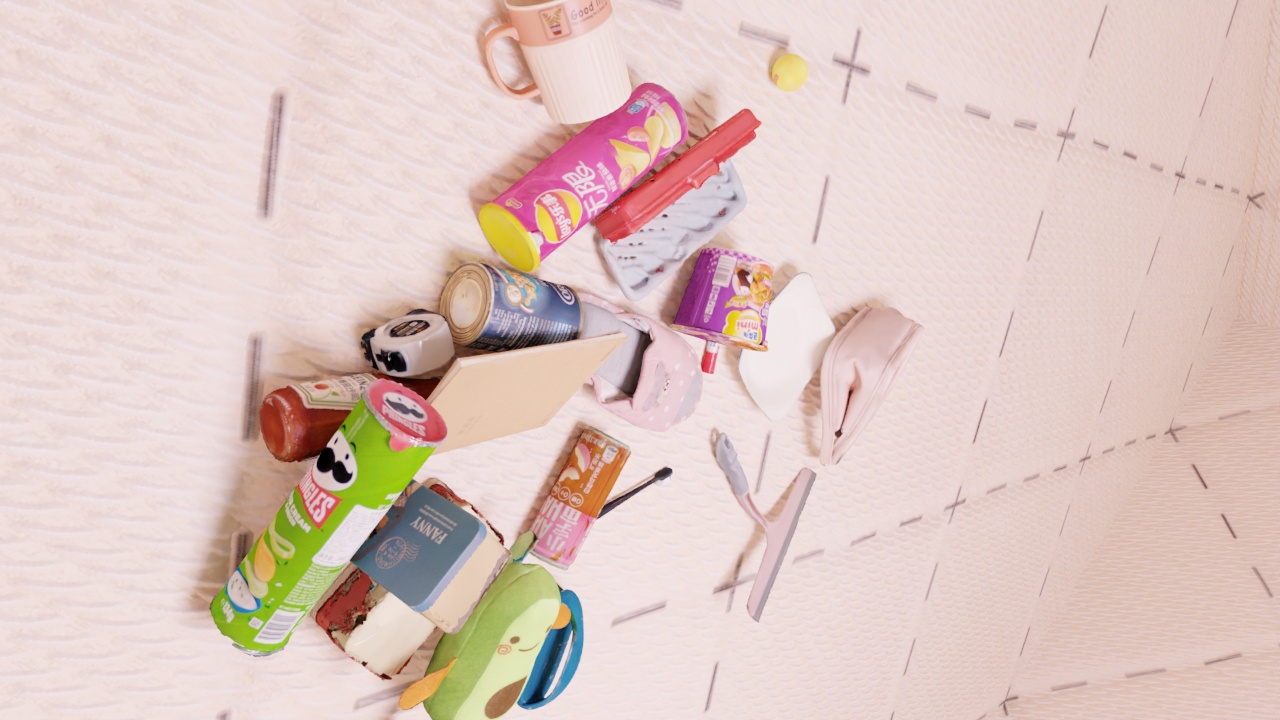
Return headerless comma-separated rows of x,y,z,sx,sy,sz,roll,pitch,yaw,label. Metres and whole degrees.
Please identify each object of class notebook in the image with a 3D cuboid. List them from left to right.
-0.119,0.033,0.825,0.211,0.012,0.150,-12,151,-52,notebook

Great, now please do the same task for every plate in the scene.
0.179,-0.019,1.175,0.163,0.034,0.164,-52,137,-15,plate

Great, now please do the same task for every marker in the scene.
0.096,-0.055,1.086,0.017,0.017,0.145,0,108,-46,marker

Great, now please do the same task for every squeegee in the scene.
0.143,0.176,1.226,0.247,0.040,0.250,-60,135,-31,squeegee

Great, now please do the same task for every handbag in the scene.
0.308,0.053,1.297,0.192,0.093,0.235,-39,146,-48,handbag

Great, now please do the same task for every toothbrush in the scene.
-0.028,0.166,1.061,0.180,0.016,0.018,-24,133,-38,toothbrush

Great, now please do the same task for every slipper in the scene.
-0.006,0.006,0.979,0.274,0.054,0.114,32,84,-48,slipper

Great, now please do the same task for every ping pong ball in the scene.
0.166,-0.319,1.017,0.040,0.040,0.040,-22,122,-39,ping pong ball

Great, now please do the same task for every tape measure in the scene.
-0.191,-0.014,0.768,0.065,0.066,0.034,-31,124,-34,tape measure

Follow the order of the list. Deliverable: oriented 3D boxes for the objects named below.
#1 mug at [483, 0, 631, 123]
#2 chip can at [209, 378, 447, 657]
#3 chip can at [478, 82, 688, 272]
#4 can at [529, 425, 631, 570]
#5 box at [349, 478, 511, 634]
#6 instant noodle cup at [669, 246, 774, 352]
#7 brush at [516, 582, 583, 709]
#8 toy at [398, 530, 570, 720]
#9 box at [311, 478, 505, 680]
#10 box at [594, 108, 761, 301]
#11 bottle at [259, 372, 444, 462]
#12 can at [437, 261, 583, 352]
-0.072,-0.261,0.776,0.114,0.081,0.106,-24,130,-5,mug
-0.245,0.125,0.715,0.072,0.072,0.236,22,112,-49,chip can
-0.048,-0.171,0.840,0.210,0.071,0.071,-44,134,-24,chip can
-0.067,0.145,0.977,0.058,0.058,0.147,33,83,-48,can
-0.187,0.154,0.763,0.089,0.184,0.060,-54,134,-21,box
0.097,-0.069,1.020,0.111,0.112,0.099,18,85,-49,instant noodle cup
-0.100,0.321,1.013,0.055,0.073,0.144,12,99,-56,brush
-0.148,0.288,0.893,0.226,0.090,0.247,-17,138,-56,toy
-0.207,0.203,0.844,0.168,0.076,0.091,-50,137,-18,box
0.049,-0.156,0.935,0.201,0.119,0.098,-42,101,-26,box
-0.211,0.038,0.777,0.205,0.060,0.060,-12,116,-43,bottle
-0.116,-0.042,0.825,0.111,0.075,0.075,11,99,-48,can
